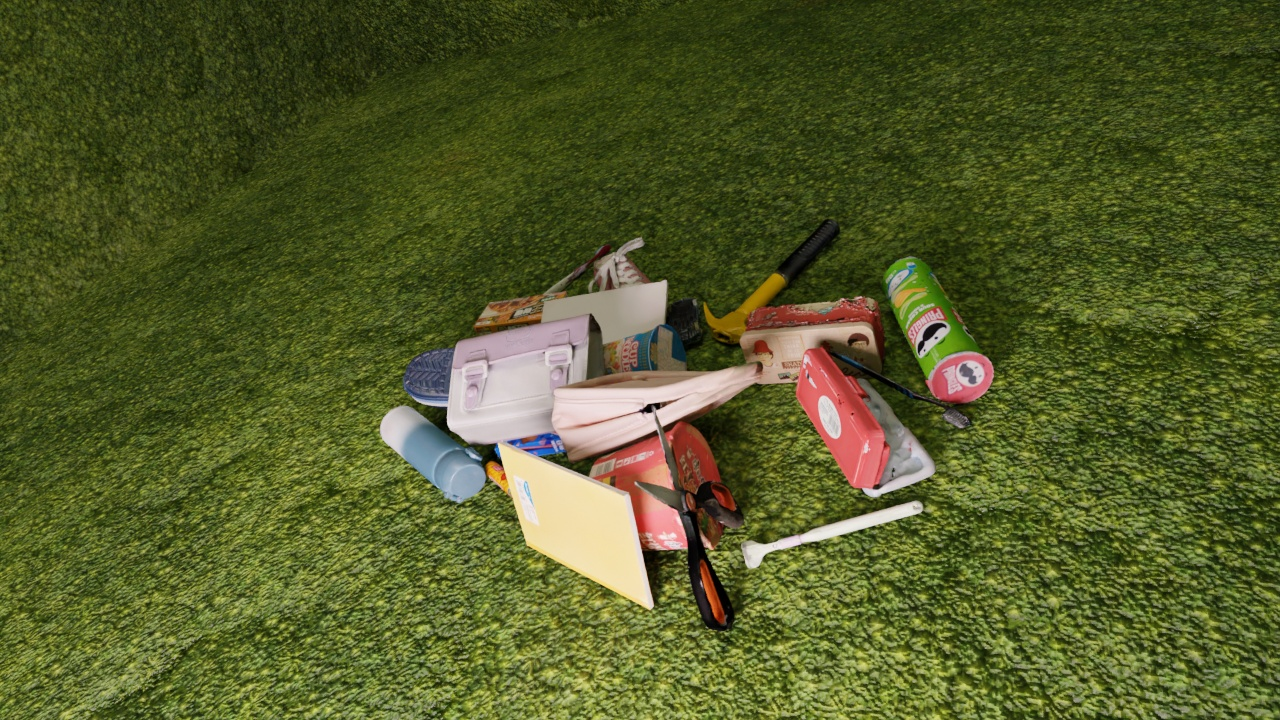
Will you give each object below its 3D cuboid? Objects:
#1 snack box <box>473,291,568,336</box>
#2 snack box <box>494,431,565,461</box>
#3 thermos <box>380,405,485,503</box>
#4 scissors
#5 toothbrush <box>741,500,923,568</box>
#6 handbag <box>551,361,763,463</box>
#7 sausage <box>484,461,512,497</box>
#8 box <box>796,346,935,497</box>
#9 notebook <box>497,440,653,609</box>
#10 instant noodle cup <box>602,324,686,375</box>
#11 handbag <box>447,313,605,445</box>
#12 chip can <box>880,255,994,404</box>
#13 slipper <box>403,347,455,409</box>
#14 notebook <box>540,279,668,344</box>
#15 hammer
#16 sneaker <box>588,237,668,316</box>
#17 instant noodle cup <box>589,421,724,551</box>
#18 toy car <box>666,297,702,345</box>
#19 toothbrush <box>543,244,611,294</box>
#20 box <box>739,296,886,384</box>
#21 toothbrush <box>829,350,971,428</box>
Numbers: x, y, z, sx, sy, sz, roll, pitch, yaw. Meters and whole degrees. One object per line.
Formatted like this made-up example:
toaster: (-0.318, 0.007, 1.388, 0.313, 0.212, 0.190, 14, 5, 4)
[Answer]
snack box: (-0.197, -0.076, 1.535, 0.154, 0.026, 0.075, -6, 36, 23)
snack box: (-0.113, 0.090, 1.240, 0.157, 0.026, 0.084, -10, 33, 17)
thermos: (-0.283, 0.124, 1.254, 0.070, 0.070, 0.221, -37, 35, -23)
scissors: (0.057, 0.153, 0.914, 0.022, 0.233, 0.220, -20, -9, 23)
toothbrush: (0.197, 0.175, 0.943, 0.189, 0.020, 0.029, -17, 63, 5)
handbag: (0.033, 0.043, 1.059, 0.235, 0.093, 0.193, -16, -2, 31)
sausage: (-0.158, 0.164, 1.162, 0.021, 0.021, 0.165, -36, 35, -21)
box: (0.252, 0.066, 1.029, 0.100, 0.095, 0.201, 0, 29, -12)
notebook: (-0.073, 0.173, 0.985, 0.207, 0.146, 0.010, 14, 35, 43)
instant noodle cup: (-0.007, 0.007, 1.249, 0.110, 0.099, 0.099, -10, 33, 32)
handbag: (-0.148, 0.021, 1.207, 0.197, 0.098, 0.144, -11, 58, 14)
chip can: (0.356, -0.043, 1.122, 0.072, 0.072, 0.235, -16, 32, 9)
slipper: (-0.214, 0.032, 1.325, 0.253, 0.095, 0.105, -5, 62, 7)
notebook: (-0.060, -0.039, 1.358, 0.209, 0.012, 0.150, -7, 61, 23)
hammer: (0.205, -0.120, 1.361, 0.129, 0.033, 0.299, 15, 48, 42)
sneaker: (-0.028, -0.127, 1.452, 0.118, 0.088, 0.241, -25, 32, -5)
instant noodle cup: (0.015, 0.144, 0.994, 0.109, 0.138, 0.137, -16, 32, 25)
toy car: (0.066, -0.056, 1.346, 0.049, 0.031, 0.105, -14, 34, 11)
toothbrush: (-0.117, -0.153, 1.612, 0.017, 0.016, 0.187, 6, 41, 48)
box: (0.220, -0.031, 1.164, 0.169, 0.091, 0.077, -5, 39, 25)
toothbrush: (0.296, 0.031, 1.064, 0.189, 0.014, 0.016, 31, 70, 34)
